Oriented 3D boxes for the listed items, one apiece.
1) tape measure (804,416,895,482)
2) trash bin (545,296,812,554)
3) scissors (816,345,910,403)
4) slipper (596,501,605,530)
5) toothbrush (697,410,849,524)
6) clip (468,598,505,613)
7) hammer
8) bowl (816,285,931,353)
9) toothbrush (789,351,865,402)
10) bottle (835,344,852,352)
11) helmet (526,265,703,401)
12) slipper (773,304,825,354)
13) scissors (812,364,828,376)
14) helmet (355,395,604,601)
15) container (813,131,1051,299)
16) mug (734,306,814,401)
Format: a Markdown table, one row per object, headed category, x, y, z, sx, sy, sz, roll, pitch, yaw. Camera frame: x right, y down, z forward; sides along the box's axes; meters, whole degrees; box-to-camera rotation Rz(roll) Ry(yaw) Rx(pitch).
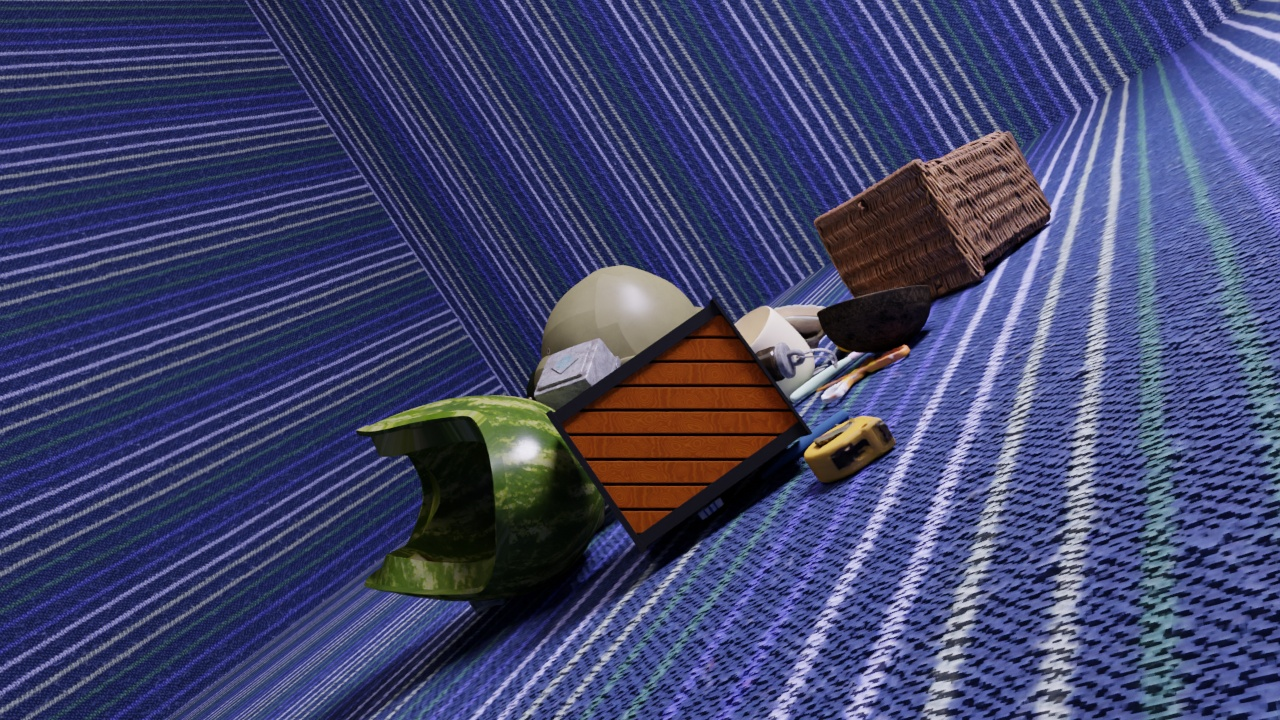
| category | x | y | z | sx | sy | sz | roll | pitch | yaw |
| --- | --- | --- | --- | --- | --- | --- | --- | --- | --- |
| tape measure | 0.153 | 0.065 | 0.693 | 0.059 | 0.030 | 0.068 | -32 | 1 | -4 |
| trash bin | 0.031 | 0.061 | 0.827 | 0.171 | 0.139 | 0.140 | -35 | -6 | -4 |
| scissors | 0.226 | 0.016 | 0.964 | 0.130 | 0.011 | 0.126 | -31 | -1 | -39 |
| slipper | -0.087 | 0.172 | 1.150 | 0.081 | 0.091 | 0.191 | -32 | 4 | -31 |
| toothbrush | 0.119 | 0.092 | 0.810 | 0.167 | 0.014 | 0.014 | -34 | -6 | -15 |
| clip | -0.167 | 0.267 | 1.044 | 0.044 | 0.023 | 0.076 | -38 | 2 | -42 |
| hammer | 0.056 | 0.033 | 1.023 | 0.327 | 0.177 | 0.079 | -19 | 33 | 27 |
| bowl | 0.257 | -0.038 | 0.993 | 0.121 | 0.056 | 0.121 | -12 | -6 | -1 |
| toothbrush | 0.232 | 0.006 | 1.075 | 0.154 | 0.015 | 0.022 | -34 | -33 | -22 |
| bottle | 0.267 | -0.038 | 1.173 | 0.043 | 0.043 | 0.143 | -33 | 2 | 15 |
| helmet | -0.010 | 0.004 | 1.211 | 0.234 | 0.255 | 0.249 | -36 | 0 | 44 |
| slipper | 0.179 | -0.007 | 1.238 | 0.115 | 0.052 | 0.263 | -2 | -18 | -10 |
| scissors | 0.176 | 0.037 | 1.183 | 0.146 | 0.019 | 0.133 | -32 | 4 | -4 |
| helmet | -0.157 | 0.143 | 0.971 | 0.247 | 0.213 | 0.243 | -5 | -4 | 17 |
| container | 0.384 | -0.181 | 1.194 | 0.183 | 0.162 | 0.250 | -30 | 2 | -20 |
| mug | 0.150 | 0.011 | 1.095 | 0.096 | 0.099 | 0.119 | -27 | 27 | 53 |
